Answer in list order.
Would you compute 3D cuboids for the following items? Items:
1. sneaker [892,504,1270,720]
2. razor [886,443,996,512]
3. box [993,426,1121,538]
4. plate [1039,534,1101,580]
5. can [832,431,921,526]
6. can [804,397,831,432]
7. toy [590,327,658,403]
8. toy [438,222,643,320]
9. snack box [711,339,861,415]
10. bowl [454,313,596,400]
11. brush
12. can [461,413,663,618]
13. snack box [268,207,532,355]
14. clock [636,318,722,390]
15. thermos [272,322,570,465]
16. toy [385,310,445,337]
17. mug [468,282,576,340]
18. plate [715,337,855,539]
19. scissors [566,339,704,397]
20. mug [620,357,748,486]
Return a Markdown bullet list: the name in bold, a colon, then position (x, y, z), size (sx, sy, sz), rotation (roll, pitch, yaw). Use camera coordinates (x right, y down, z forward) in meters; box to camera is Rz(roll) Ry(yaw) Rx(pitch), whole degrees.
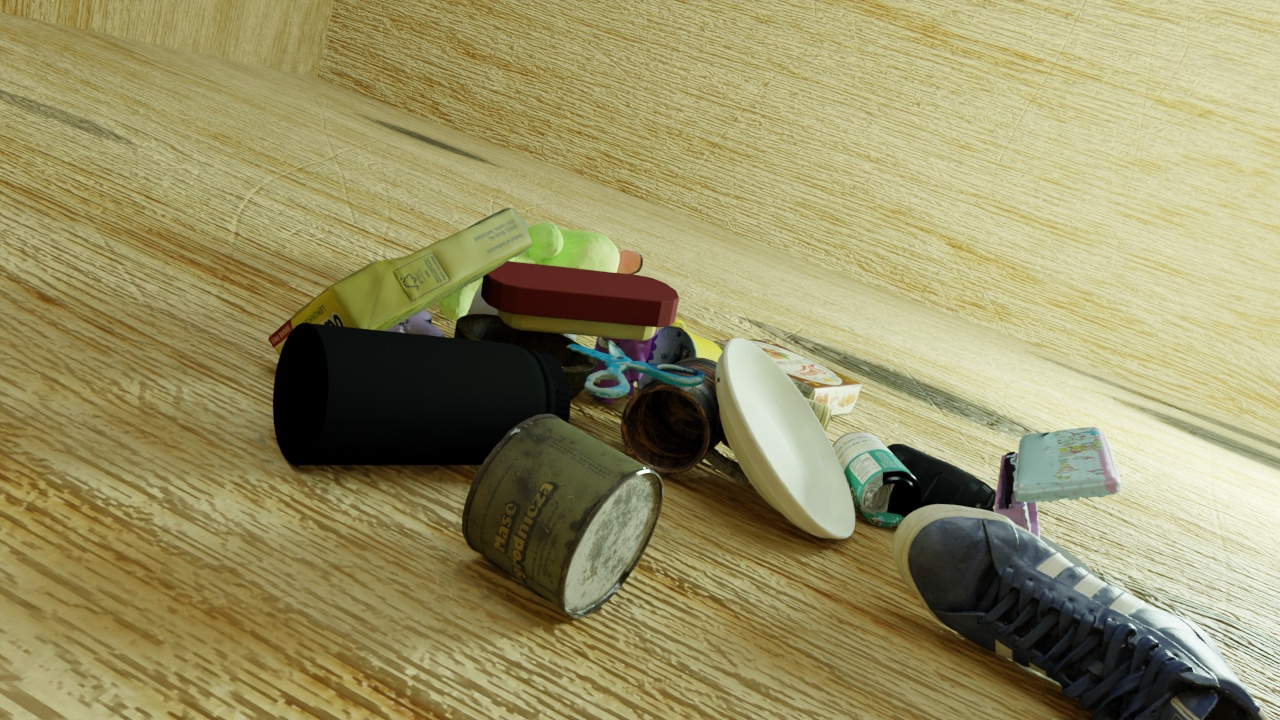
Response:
- **sneaker**: position (0.271, 0.183, 0.570), size (0.233, 0.091, 0.118), rotation (28, 18, 0)
- **razor**: position (0.266, 0.114, 0.835), size (0.067, 0.054, 0.151), rotation (30, 5, -15)
- **box**: position (0.347, 0.119, 0.759), size (0.091, 0.090, 0.213), rotation (-10, 3, 24)
- **plate**: position (0.320, 0.169, 0.812), size (0.178, 0.012, 0.178), rotation (18, 15, -5)
- **can**: position (0.207, 0.104, 0.822), size (0.055, 0.055, 0.101), rotation (16, 15, -12)
- **can**: position (0.159, 0.054, 0.974), size (0.079, 0.038, 0.038), rotation (20, 15, 3)
- **toy**: position (-0.015, -0.007, 0.883), size (0.055, 0.088, 0.106), rotation (18, 14, -30)
- **toy**: position (-0.115, -0.098, 0.993), size (0.196, 0.150, 0.107), rotation (1, 53, -48)
- **snack box**: position (0.172, 0.020, 1.104), size (0.147, 0.041, 0.143), rotation (28, 17, 31)
- **bowl**: position (-0.103, 0.009, 0.774), size (0.121, 0.056, 0.121), rotation (18, 15, -5)
- **brush**: position (-0.054, -0.051, 0.812), size (0.173, 0.042, 0.082), rotation (5, 20, -16)
- **can**: position (-0.043, 0.085, 0.513), size (0.075, 0.090, 0.089), rotation (27, 17, 26)
- **snack box**: position (-0.177, -0.058, 0.693), size (0.122, 0.045, 0.180), rotation (-22, 11, 48)
- **clock**: position (0.033, 0.005, 0.909), size (0.057, 0.083, 0.119), rotation (13, 18, -41)
- **thermos**: position (-0.131, 0.027, 0.617), size (0.198, 0.086, 0.086), rotation (6, 20, -41)
- **toy**: position (-0.210, -0.030, 0.820), size (0.100, 0.036, 0.080), rotation (28, 18, 35)
- **mug**: position (-0.111, -0.039, 0.901), size (0.070, 0.084, 0.113), rotation (22, 1, 21)
- **plate**: position (0.111, 0.067, 0.745), size (0.182, 0.034, 0.182), rotation (45, 25, -28)
- **scissors**: position (-0.004, 0.003, 0.742), size (0.118, 0.013, 0.140), rotation (-2, 16, -9)
- **mug**: position (0.050, 0.055, 0.769), size (0.116, 0.080, 0.107), rotation (33, 19, 10)
